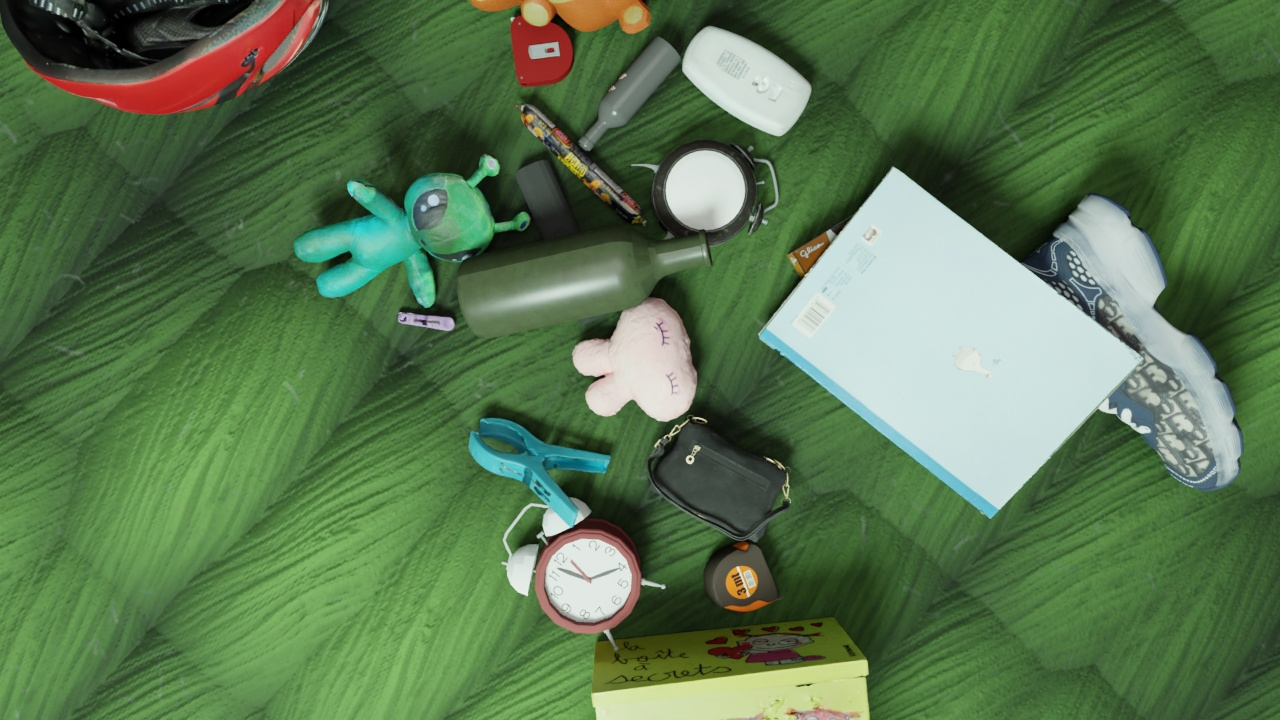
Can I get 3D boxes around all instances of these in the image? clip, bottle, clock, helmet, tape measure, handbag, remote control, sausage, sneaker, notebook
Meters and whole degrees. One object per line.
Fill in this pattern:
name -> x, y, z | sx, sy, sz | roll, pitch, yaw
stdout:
clip -> -0.096, 0.094, 0.787 | 0.120, 0.103, 0.027 | 27, 130, 9
bottle -> -0.045, -0.071, 0.761 | 0.207, 0.071, 0.071 | -11, 92, 10
clock -> -0.055, 0.180, 0.800 | 0.137, 0.048, 0.096 | 37, 91, -3
clip -> -0.194, -0.036, 0.810 | 0.050, 0.045, 0.014 | 5, 93, -43
helmet -> -0.359, -0.303, 0.721 | 0.272, 0.167, 0.217 | -19, 80, 6
tape measure -> -0.085, -0.272, 0.799 | 0.051, 0.019, 0.059 | -8, 92, 0
handbag -> 0.070, 0.103, 0.797 | 0.128, 0.054, 0.079 | 27, 87, 1
tape measure -> 0.085, 0.193, 0.809 | 0.058, 0.038, 0.058 | -24, 92, -13
remote control -> 0.091, -0.244, 0.797 | 0.114, 0.028, 0.060 | 30, 92, -1
clock -> 0.060, -0.145, 0.792 | 0.123, 0.044, 0.091 | -12, 92, 0
remote control -> -0.067, -0.104, 0.807 | 0.033, 0.015, 0.147 | -24, 92, 0
sausage -> -0.052, -0.171, 0.803 | 0.155, 0.020, 0.020 | 44, 91, -1
sneaker -> 0.398, 0.001, 0.785 | 0.132, 0.103, 0.269 | -29, 92, 15
bottle -> -0.013, -0.228, 0.796 | 0.030, 0.030, 0.113 | 41, 91, -2
notebook -> 0.252, -0.012, 0.765 | 0.253, 0.009, 0.181 | 39, 105, 4

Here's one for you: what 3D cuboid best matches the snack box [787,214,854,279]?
snack box -> 0.221, -0.040, 0.803 | 0.101, 0.031, 0.186 | -31, 92, 1

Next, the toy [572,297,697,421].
toy -> -0.005, 0.005, 0.797 | 0.105, 0.053, 0.108 | -18, 93, 15

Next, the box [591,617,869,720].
box -> 0.070, 0.277, 0.769 | 0.221, 0.124, 0.080 | -4, 91, 2

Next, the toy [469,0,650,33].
toy -> -0.055, -0.331, 0.768 | 0.176, 0.096, 0.112 | 6, 88, -12

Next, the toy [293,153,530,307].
toy -> -0.196, -0.112, 0.783 | 0.193, 0.072, 0.131 | -19, 130, 3
